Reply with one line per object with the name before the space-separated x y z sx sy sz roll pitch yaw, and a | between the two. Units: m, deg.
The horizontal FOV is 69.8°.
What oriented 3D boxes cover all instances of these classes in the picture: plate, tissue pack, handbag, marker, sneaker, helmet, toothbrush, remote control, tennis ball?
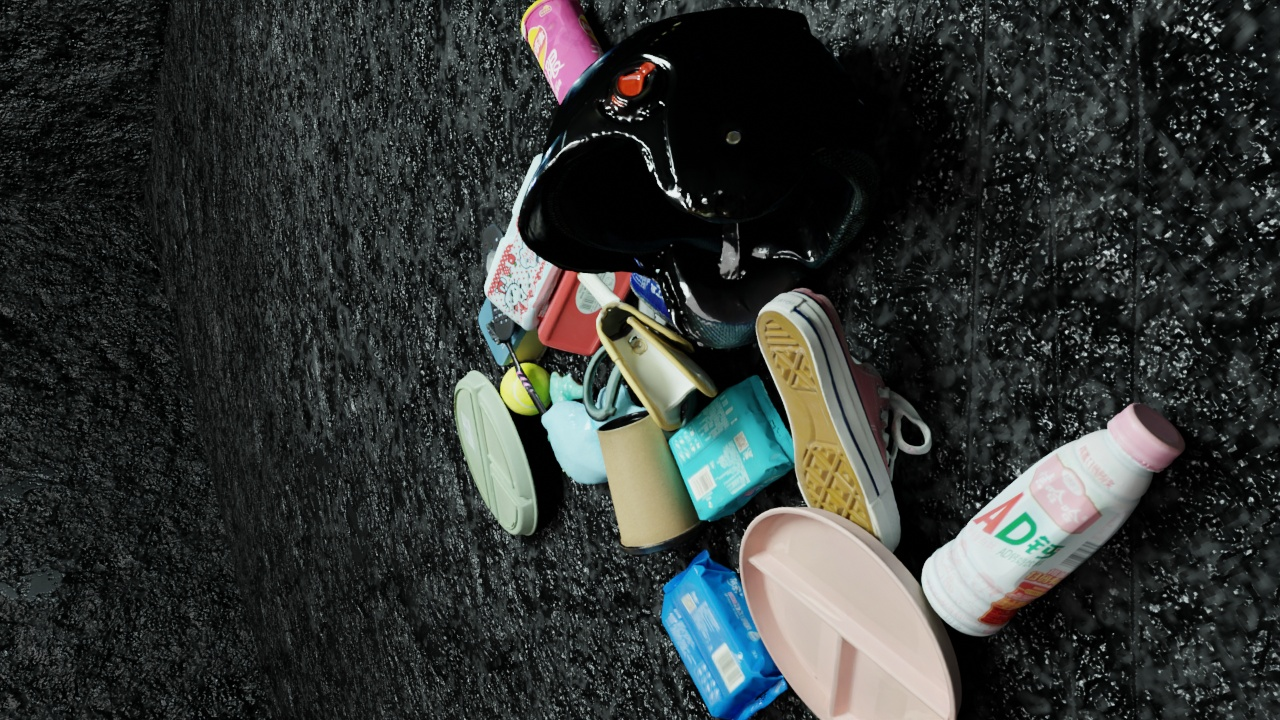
plate | -0.194 0.125 1.205 0.230 0.027 0.231 43 143 45
plate | 0.168 0.221 0.754 0.229 0.028 0.230 39 141 40
tissue pack | 0.080 0.270 0.900 0.157 0.052 0.095 59 135 28
handbag | 0.001 -0.024 0.850 0.063 0.163 0.178 -37 85 4
marker | 0.114 -0.054 0.834 0.018 0.015 0.124 36 125 49
sneaker | 0.168 0.047 0.724 0.118 0.087 0.241 11 127 59
helmet | 0.045 -0.151 0.713 0.234 0.275 0.229 77 -167 -65
toothbrush | -0.134 0.034 1.096 0.014 0.017 0.189 -31 87 39
remote control | -0.161 -0.092 1.078 0.053 0.024 0.136 -13 84 55
tennis ball | -0.140 0.036 1.138 0.066 0.065 0.065 12 105 51
tissue pack | 0.088 0.084 0.861 0.134 0.050 0.093 -47 57 45

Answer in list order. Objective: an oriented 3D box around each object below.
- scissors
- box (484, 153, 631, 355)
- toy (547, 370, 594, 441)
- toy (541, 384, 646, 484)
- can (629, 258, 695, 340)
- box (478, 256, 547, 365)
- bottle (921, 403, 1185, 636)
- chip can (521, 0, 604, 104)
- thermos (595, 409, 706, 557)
scissors | -0.009 0.003 0.966 0.172 0.019 0.176 -8 87 31
box | -0.079 -0.104 0.980 0.160 0.063 0.202 26 127 -4
toy | -0.086 0.056 1.102 0.097 0.030 0.092 -5 94 47
toy | -0.048 0.088 1.037 0.161 0.049 0.157 40 122 25
can | 0.047 -0.069 0.871 0.148 0.074 0.049 42 131 41
box | -0.137 -0.072 1.120 0.089 0.063 0.185 59 135 29
bottle | 0.272 0.107 0.614 0.068 0.068 0.197 56 133 31
chip can | -0.056 -0.289 0.971 0.072 0.071 0.210 -49 58 44
thermos | 0.007 0.126 0.921 0.093 0.092 0.143 -10 101 53
